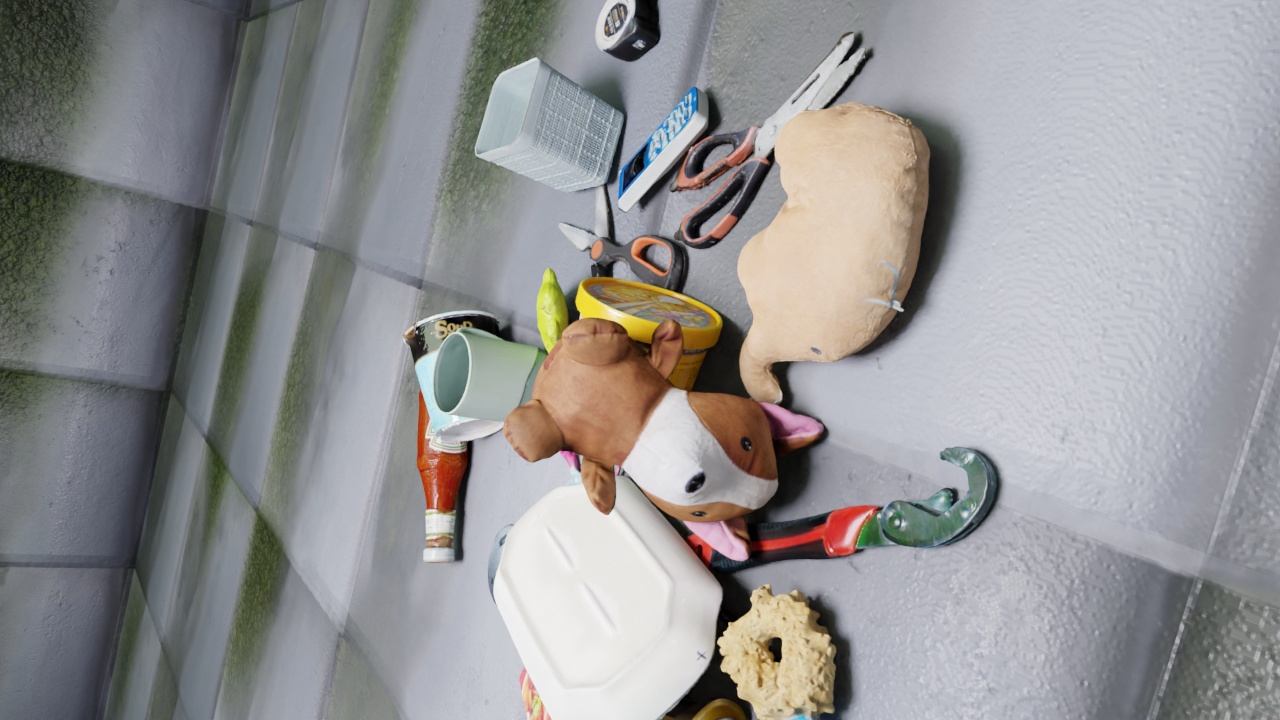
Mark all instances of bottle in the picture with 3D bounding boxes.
[{"bbox_3d":[-0.228,0.127,1.055,0.060,0.059,0.206,-19,68,49],"label":"bottle"}]

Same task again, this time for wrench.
[{"bbox_3d":[0.121,0.116,0.632,0.274,0.016,0.056,-27,57,46],"label":"wrench"}]

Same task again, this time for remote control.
[{"bbox_3d":[0.019,-0.188,0.826,0.125,0.024,0.048,-41,32,39],"label":"remote control"}]

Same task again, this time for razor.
[{"bbox_3d":[0.026,0.279,0.688,0.168,0.062,0.067,-12,45,56],"label":"razor"}]

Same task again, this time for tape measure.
[{"bbox_3d":[-0.013,-0.331,0.903,0.066,0.033,0.065,-18,65,47],"label":"tape measure"}]

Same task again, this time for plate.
[{"bbox_3d":[-0.041,0.178,0.724,0.162,0.034,0.266,-42,33,-3],"label":"plate"}]

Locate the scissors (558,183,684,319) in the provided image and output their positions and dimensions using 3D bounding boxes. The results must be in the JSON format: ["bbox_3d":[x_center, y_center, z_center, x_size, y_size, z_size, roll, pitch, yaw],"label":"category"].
[{"bbox_3d":[-0.026,-0.091,0.876,0.228,0.021,0.220,-5,72,51],"label":"scissors"}]

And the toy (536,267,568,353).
[{"bbox_3d":[-0.086,-0.046,0.903,0.100,0.031,0.097,-118,24,-73],"label":"toy"}]

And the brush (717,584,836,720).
[{"bbox_3d":[0.123,0.262,0.575,0.083,0.046,0.254,-37,58,17],"label":"brush"}]

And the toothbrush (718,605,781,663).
[{"bbox_3d":[0.062,0.192,0.693,0.181,0.018,0.016,36,105,49],"label":"toothbrush"}]

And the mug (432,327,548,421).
[{"bbox_3d":[-0.150,0.010,0.937,0.082,0.106,0.111,-55,43,30],"label":"mug"}]

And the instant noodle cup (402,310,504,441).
[{"bbox_3d":[-0.197,0.022,1.006,0.111,0.111,0.120,-32,65,45],"label":"instant noodle cup"}]

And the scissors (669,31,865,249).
[{"bbox_3d":[0.093,-0.182,0.742,0.199,0.015,0.205,31,106,52],"label":"scissors"}]

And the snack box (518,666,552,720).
[{"bbox_3d":[-0.052,0.266,0.752,0.113,0.044,0.127,-66,26,17],"label":"snack box"}]

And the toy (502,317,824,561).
[{"bbox_3d":[0.017,0.051,0.642,0.140,0.199,0.130,-57,8,13],"label":"toy"}]

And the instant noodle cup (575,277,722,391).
[{"bbox_3d":[-0.004,0.004,0.749,0.118,0.118,0.114,38,119,50],"label":"instant noodle cup"}]

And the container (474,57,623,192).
[{"bbox_3d":[-0.086,-0.224,0.901,0.090,0.111,0.090,4,77,54],"label":"container"}]

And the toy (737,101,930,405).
[{"bbox_3d":[0.123,-0.062,0.628,0.143,0.082,0.226,36,113,55],"label":"toy"}]

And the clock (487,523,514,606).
[{"bbox_3d":[-0.101,0.209,0.869,0.082,0.055,0.121,-43,51,38],"label":"clock"}]

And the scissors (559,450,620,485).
[{"bbox_3d":[-0.059,0.107,0.873,0.134,0.017,0.134,-45,53,42],"label":"scissors"}]
